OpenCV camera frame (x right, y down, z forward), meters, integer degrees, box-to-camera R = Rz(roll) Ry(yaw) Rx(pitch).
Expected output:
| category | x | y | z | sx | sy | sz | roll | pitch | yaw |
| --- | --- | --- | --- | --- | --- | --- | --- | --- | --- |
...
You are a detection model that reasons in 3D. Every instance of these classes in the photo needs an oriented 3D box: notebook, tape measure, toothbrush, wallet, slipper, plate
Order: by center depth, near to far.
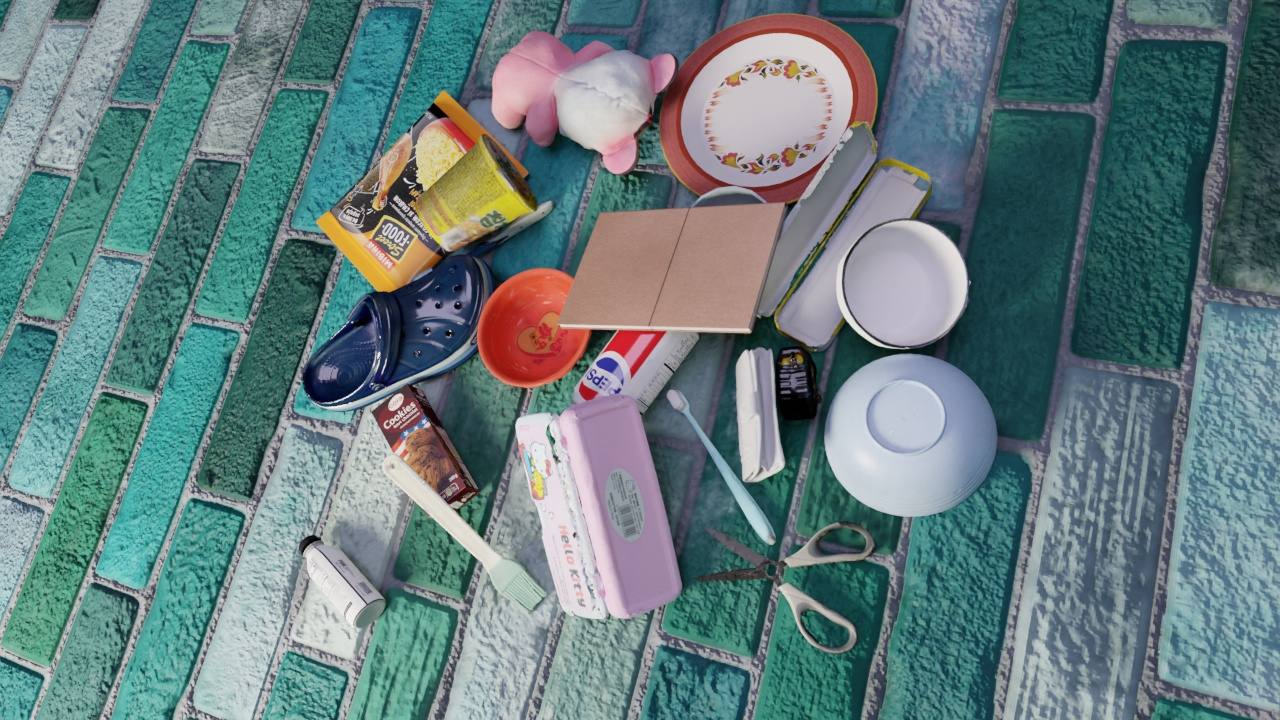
| category | x | y | z | sx | sy | sz | roll | pitch | yaw |
| --- | --- | --- | --- | --- | --- | --- | --- | --- | --- |
| tape measure | 0.147 | 0.023 | 0.847 | 0.038 | 0.067 | 0.062 | -6 | 71 | 15 |
| wallet | 0.103 | 0.052 | 0.847 | 0.032 | 0.086 | 0.116 | -1 | 69 | -7 |
| toothbrush | 0.076 | 0.099 | 0.877 | 0.016 | 0.016 | 0.180 | -39 | 66 | 12 |
| notebook | 0.028 | -0.091 | 0.887 | 0.209 | 0.008 | 0.141 | 3 | 61 | 32 |
| plate | 0.133 | -0.260 | 0.966 | 0.230 | 0.021 | 0.229 | -6 | 72 | 18 |
| slipper | -0.269 | -0.025 | 0.996 | 0.253 | 0.095 | 0.105 | -32 | 63 | 11 |
| toothbrush | -0.178 | -0.131 | 1.032 | 0.189 | 0.016 | 0.017 | -30 | 62 | 4 |

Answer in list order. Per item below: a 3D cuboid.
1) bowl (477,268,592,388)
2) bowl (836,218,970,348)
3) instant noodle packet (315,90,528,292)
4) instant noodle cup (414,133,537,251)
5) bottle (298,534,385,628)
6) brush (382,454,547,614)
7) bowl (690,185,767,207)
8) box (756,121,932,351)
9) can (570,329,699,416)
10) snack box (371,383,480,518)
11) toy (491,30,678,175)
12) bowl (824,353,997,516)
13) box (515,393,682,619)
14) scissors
| category | x | y | z | sx | sy | sz | roll | pitch | yaw |
| --- | --- | --- | --- | --- | --- | --- | --- | --- | --- |
| bowl | -0.103 | -0.029 | 0.963 | 0.131 | 0.045 | 0.130 | -6 | 72 | 18 |
| bowl | 0.230 | -0.067 | 0.832 | 0.116 | 0.066 | 0.116 | 0 | 88 | -3 |
| instant noodle packet | -0.258 | -0.190 | 1.072 | 0.221 | 0.032 | 0.160 | -45 | 72 | 1 |
| instant noodle cup | -0.182 | -0.175 | 0.998 | 0.108 | 0.102 | 0.102 | -33 | 66 | 9 |
| bottle | -0.317 | 0.227 | 0.960 | 0.116 | 0.041 | 0.041 | 38 | 88 | 25 |
| brush | -0.181 | 0.170 | 0.920 | 0.217 | 0.012 | 0.033 | 41 | 87 | 11 |
| bowl | 0.093 | -0.118 | 0.918 | 0.106 | 0.039 | 0.106 | -1 | 87 | 27 |
| box | 0.188 | -0.118 | 0.872 | 0.084 | 0.080 | 0.210 | 33 | 87 | 29 |
| can | -0.005 | 0.005 | 0.905 | 0.070 | 0.070 | 0.132 | 36 | 87 | 25 |
| snack box | -0.229 | 0.096 | 0.975 | 0.051 | 0.032 | 0.141 | -38 | 65 | 5 |
| toy | -0.066 | -0.295 | 1.013 | 0.213 | 0.084 | 0.142 | 29 | 85 | 28 |
| bowl | 0.232 | 0.058 | 0.803 | 0.151 | 0.075 | 0.150 | -6 | 72 | 18 |
| box | -0.043 | 0.138 | 0.865 | 0.100 | 0.103 | 0.201 | -16 | 93 | -28 |
| scissors | 0.138 | 0.192 | 0.823 | 0.169 | 0.012 | 0.157 | -33 | 69 | 3 |
